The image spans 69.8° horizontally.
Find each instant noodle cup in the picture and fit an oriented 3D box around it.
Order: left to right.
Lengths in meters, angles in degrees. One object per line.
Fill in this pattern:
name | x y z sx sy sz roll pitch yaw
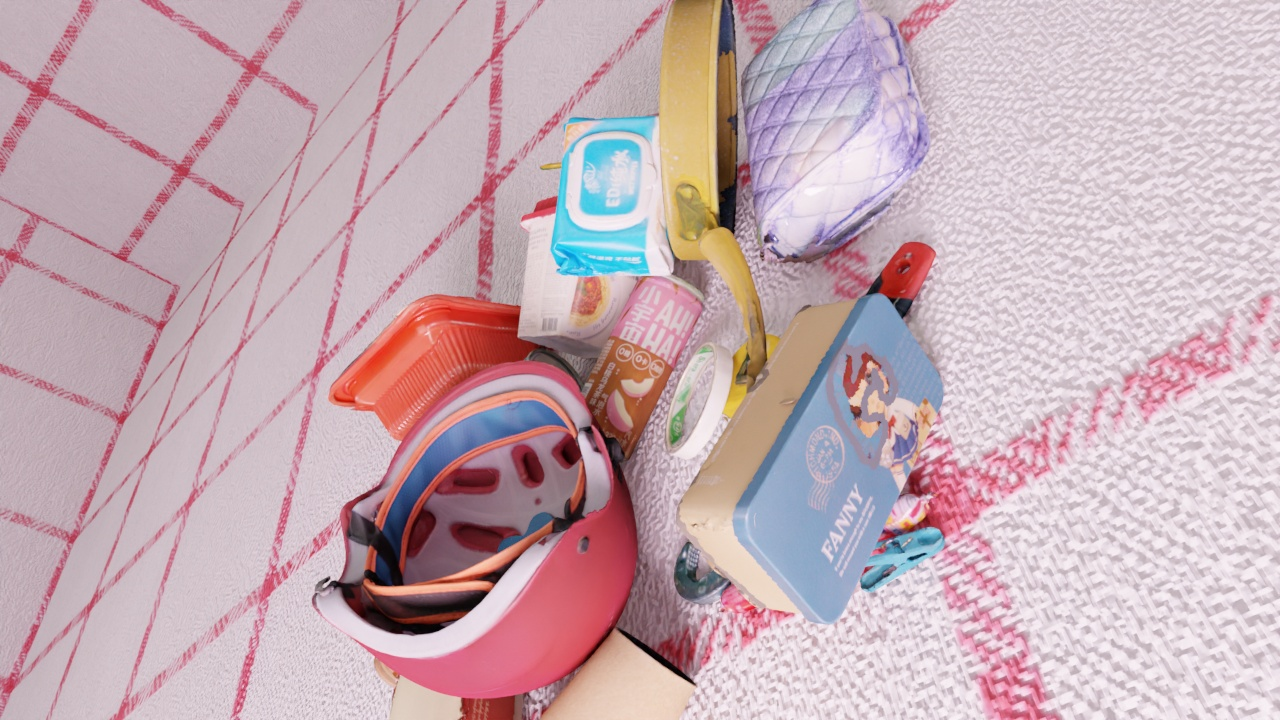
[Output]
instant noodle cup | -0.173 0.015 0.865 0.165 0.188 0.079 -41 67 27
instant noodle cup | -0.048 -0.070 0.804 0.117 0.116 0.124 1 75 54

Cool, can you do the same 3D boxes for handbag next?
handbag | 0.134 -0.174 0.670 0.134 0.075 0.193 -37 36 38

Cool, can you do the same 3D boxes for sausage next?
sausage | 0.102 0.113 0.523 0.156 0.020 0.020 -37 38 30

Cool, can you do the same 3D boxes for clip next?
clip | 0.135 0.103 0.485 0.054 0.033 0.013 -30 42 16

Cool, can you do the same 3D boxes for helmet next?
helmet | -0.091 0.124 0.629 0.207 0.144 0.239 -20 33 16

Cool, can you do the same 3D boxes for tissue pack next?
tissue pack | -0.018 -0.127 0.704 0.090 0.063 0.139 1 68 9

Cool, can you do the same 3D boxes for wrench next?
wrench | 0.105 0.042 0.583 0.273 0.016 0.056 -57 33 4

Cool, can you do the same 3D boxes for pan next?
pan | 0.056 -0.110 0.634 0.078 0.198 0.356 1 50 10

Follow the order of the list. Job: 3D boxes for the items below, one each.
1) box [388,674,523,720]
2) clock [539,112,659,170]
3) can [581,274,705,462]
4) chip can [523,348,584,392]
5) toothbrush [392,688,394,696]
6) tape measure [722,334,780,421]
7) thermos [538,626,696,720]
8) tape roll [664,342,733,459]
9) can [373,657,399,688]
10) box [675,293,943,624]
box | -0.141 0.258 0.651 0.091 0.076 0.168 -34 30 21
clock | -0.002 -0.189 0.836 0.117 0.158 0.060 -2 106 47
can | -0.004 0.004 0.723 0.058 0.058 0.147 14 75 57
chip can | -0.142 0.077 0.836 0.211 0.071 0.071 -40 36 26
toothbrush | -0.217 0.232 0.861 0.018 0.016 0.191 -49 32 34
tape measure | 0.081 0.009 0.630 0.060 0.029 0.057 -18 49 46
thermos | -0.031 0.236 0.544 0.143 0.093 0.093 -55 31 -11
tape roll | 0.040 0.029 0.655 0.086 0.014 0.086 -161 91 -77
can | -0.176 0.211 0.755 0.116 0.058 0.058 -67 29 18
box | 0.091 0.052 0.486 0.060 0.090 0.183 -11 38 50
